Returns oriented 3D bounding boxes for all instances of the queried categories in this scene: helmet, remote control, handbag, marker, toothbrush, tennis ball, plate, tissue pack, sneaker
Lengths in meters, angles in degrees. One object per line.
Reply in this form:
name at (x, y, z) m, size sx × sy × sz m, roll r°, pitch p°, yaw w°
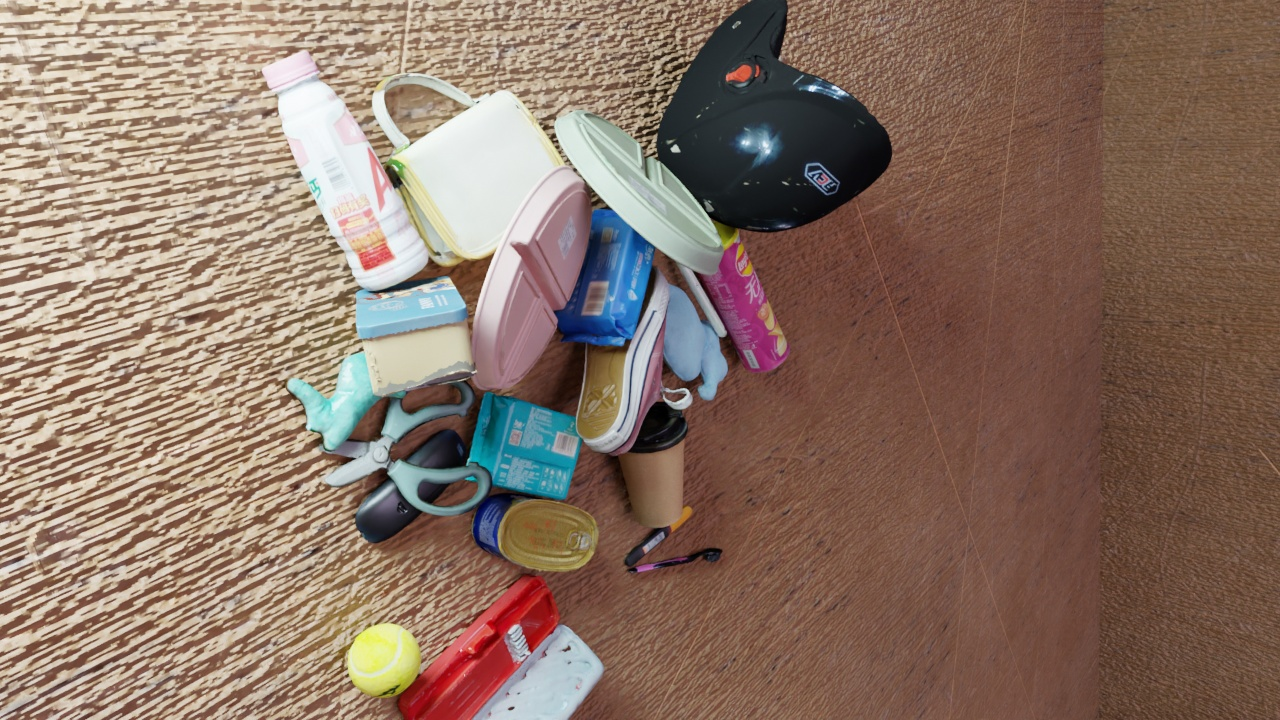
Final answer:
helmet at (0.150, -0.258, 1.058) m, size 0.233 × 0.275 × 0.230 m, roll 35°, pitch 96°, yaw -39°
remote control at (-0.214, 0.120, 0.879) m, size 0.136 × 0.024 × 0.053 m, roll -47°, pitch 127°, yaw -34°
handbag at (-0.171, -0.195, 0.867) m, size 0.162 × 0.063 × 0.179 m, roll -45°, pitch 112°, yaw -35°
marker at (0.022, 0.223, 1.169) m, size 0.123 × 0.015 × 0.018 m, roll -35°, pitch 119°, yaw -37°
toothbrush at (0.048, 0.266, 1.205) m, size 0.188 × 0.014 × 0.018 m, roll 2°, pitch 106°, yaw -48°
tennis ball at (-0.236, 0.276, 0.846) m, size 0.065 × 0.066 × 0.065 m, roll -9°, pitch 102°, yaw -48°
toothbrush at (0.063, -0.106, 1.139) m, size 0.189 × 0.020 × 0.029 m, roll 60°, pitch 12°, yaw -23°
plate at (0.006, -0.181, 0.962) m, size 0.028 × 0.230 × 0.230 m, roll -45°, pitch 142°, yaw 20°
tissue pack at (-0.036, -0.091, 0.998) m, size 0.052 × 0.095 × 0.157 m, roll 23°, pitch 76°, yaw -49°
sneaker at (-0.006, 0.006, 1.022) m, size 0.088 × 0.118 × 0.240 m, roll 44°, pitch 45°, yaw -40°
tissue pack at (-0.121, 0.092, 0.960) m, size 0.133 × 0.050 × 0.093 m, roll 23°, pitch 80°, yaw -47°
plate at (-0.099, -0.074, 0.882) m, size 0.229 × 0.028 × 0.229 m, roll 23°, pitch 89°, yaw -82°

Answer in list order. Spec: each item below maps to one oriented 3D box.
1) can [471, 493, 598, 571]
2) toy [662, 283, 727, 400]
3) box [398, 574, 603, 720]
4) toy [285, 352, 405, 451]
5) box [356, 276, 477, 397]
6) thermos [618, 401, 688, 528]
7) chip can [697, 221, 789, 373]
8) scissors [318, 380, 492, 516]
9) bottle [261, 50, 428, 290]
can at (-0.111, 0.184, 0.985) m, size 0.148 × 0.049 × 0.074 m, roll 21°, pitch 80°, yaw -48°
toy at (0.059, -0.023, 1.144) m, size 0.156 × 0.050 × 0.161 m, roll -22°, pitch 100°, yaw -60°
box at (-0.142, 0.341, 0.965) m, size 0.200 × 0.064 × 0.160 m, roll -42°, pitch 105°, yaw -37°
toy at (-0.262, 0.033, 0.809) m, size 0.096 × 0.030 × 0.091 m, roll 48°, pitch 58°, yaw -33°
box at (-0.189, -0.023, 0.763) m, size 0.089 × 0.184 × 0.063 m, roll -13°, pitch 105°, yaw -16°
thermos at (0.015, 0.124, 1.095) m, size 0.092 × 0.093 × 0.143 m, roll -33°, pitch 126°, yaw -41°
chip can at (0.129, -0.080, 1.203) m, size 0.071 × 0.071 × 0.210 m, roll -54°, pitch 132°, yaw -29°
scissors at (-0.208, 0.097, 0.857) m, size 0.176 × 0.019 × 0.172 m, roll -34°, pitch 99°, yaw -39°
bottle at (-0.250, -0.158, 0.772) m, size 0.068 × 0.068 × 0.197 m, roll -42°, pitch 121°, yaw -36°
